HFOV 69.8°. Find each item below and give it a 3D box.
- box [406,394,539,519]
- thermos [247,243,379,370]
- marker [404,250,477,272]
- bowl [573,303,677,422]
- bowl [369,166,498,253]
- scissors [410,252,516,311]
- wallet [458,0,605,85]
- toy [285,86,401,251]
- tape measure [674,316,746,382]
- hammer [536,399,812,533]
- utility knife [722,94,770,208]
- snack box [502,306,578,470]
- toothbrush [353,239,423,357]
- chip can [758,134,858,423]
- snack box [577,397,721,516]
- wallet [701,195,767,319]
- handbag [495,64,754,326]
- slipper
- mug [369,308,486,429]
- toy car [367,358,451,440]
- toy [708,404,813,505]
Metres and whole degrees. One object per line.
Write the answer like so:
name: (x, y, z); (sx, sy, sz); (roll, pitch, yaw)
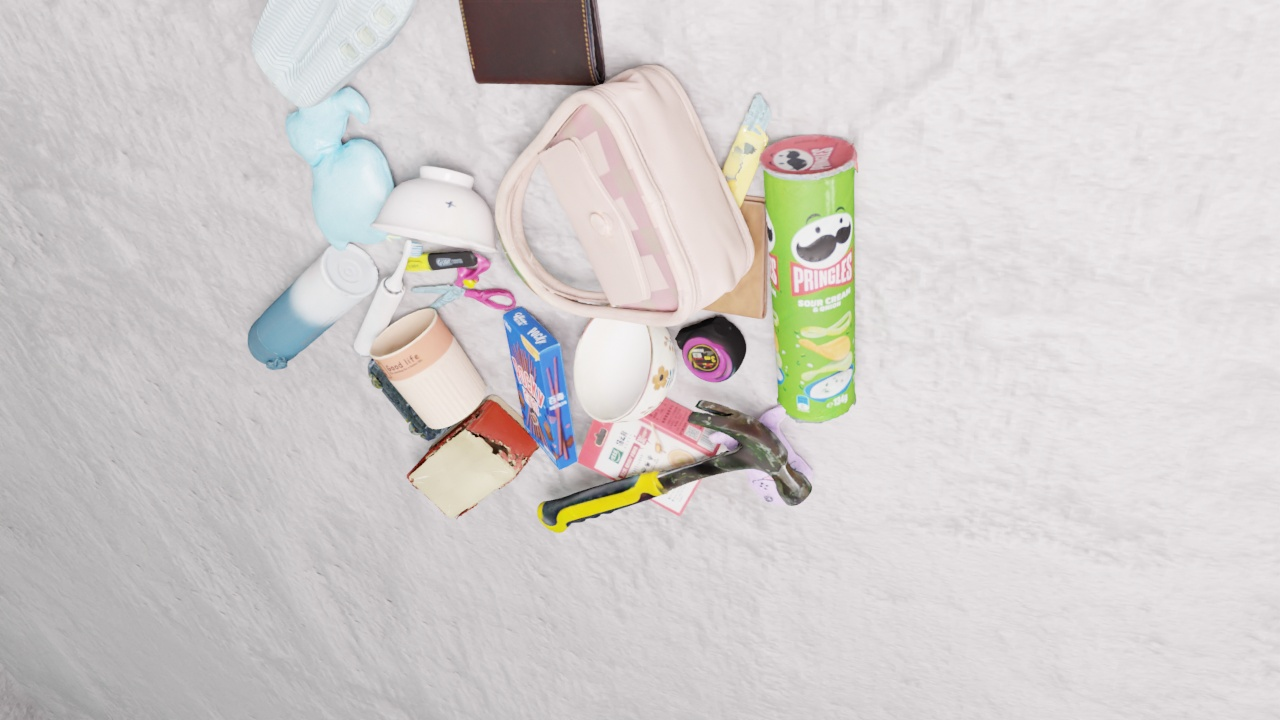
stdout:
box: (-0.199, 0.122, 1.069); (0.091, 0.079, 0.169); (44, 134, -9)
thermos: (-0.374, -0.055, 1.030); (0.221, 0.070, 0.070); (-29, 109, 41)
marker: (-0.201, -0.098, 0.913); (0.124, 0.015, 0.018); (3, 120, 45)
bowl: (-0.005, 0.005, 0.866); (0.062, 0.113, 0.114); (11, 150, -39)
bowl: (-0.184, -0.142, 0.846); (0.118, 0.118, 0.065); (11, 92, 20)
scissors: (-0.182, -0.066, 0.952); (0.096, 0.017, 0.138); (41, 140, -20)
wallet: (-0.089, -0.268, 0.733); (0.122, 0.020, 0.096); (9, 124, 24)
toy: (-0.286, -0.182, 0.890); (0.156, 0.049, 0.162); (44, 126, 0)
tape measure: (0.068, -0.011, 0.844); (0.057, 0.039, 0.058); (-20, 110, 38)
hammer: (0.007, 0.124, 0.929); (0.324, 0.031, 0.126); (-23, 114, 40)
utility knife: (0.070, -0.135, 0.747); (0.031, 0.018, 0.173); (26, 122, 4)
snack box: (-0.103, 0.030, 0.950); (0.084, 0.026, 0.157); (42, 148, 45)
toothbrush: (-0.269, -0.064, 0.974); (0.026, 0.026, 0.222); (3, 152, -29)
chip can: (0.140, -0.059, 0.743); (0.072, 0.072, 0.236); (8, 129, 23)
snack box: (0.010, 0.089, 0.953); (0.127, 0.044, 0.113); (28, 135, 4)
wallet: (0.060, -0.092, 0.796); (0.101, 0.020, 0.115); (9, 127, 20)
handbag: (-0.037, -0.119, 0.772); (0.235, 0.093, 0.193); (-11, 107, 47)
slipper: (-0.244, -0.295, 0.757); (0.104, 0.074, 0.246); (48, 138, -15)
mug: (-0.238, 0.011, 0.997); (0.115, 0.081, 0.106); (-4, 128, 40)
toy car: (-0.269, 0.039, 1.071); (0.120, 0.036, 0.054); (48, 134, 0)
toy: (0.128, 0.097, 0.900); (0.084, 0.038, 0.108); (-26, 110, 18)
